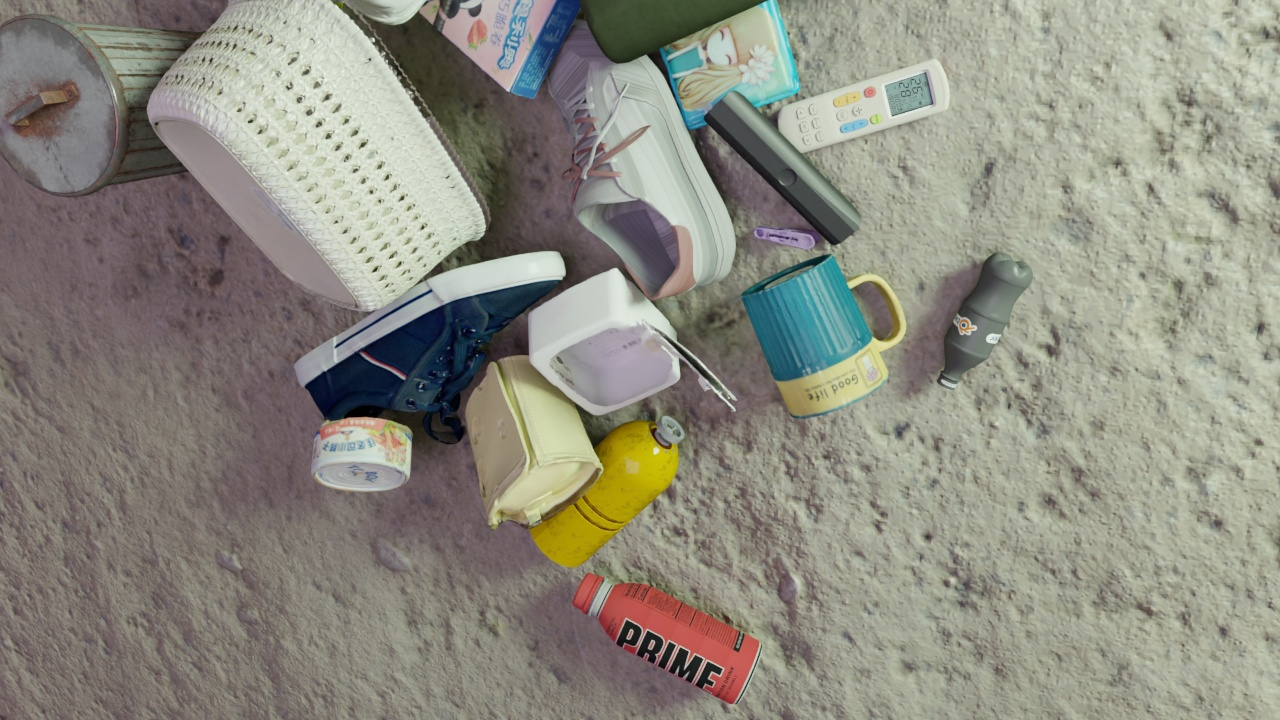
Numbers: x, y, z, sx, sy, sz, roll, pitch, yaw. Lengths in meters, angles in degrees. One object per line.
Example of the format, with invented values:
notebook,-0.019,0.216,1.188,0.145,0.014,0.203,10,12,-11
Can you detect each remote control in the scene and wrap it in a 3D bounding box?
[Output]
remote control,0.165,-0.188,0.687,0.126,0.018,0.038,-13,103,20
remote control,0.110,-0.146,0.701,0.147,0.015,0.033,41,121,-16

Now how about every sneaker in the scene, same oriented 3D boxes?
sneaker,-0.019,-0.149,0.703,0.100,0.089,0.236,-29,94,45
sneaker,-0.173,0.002,0.811,0.295,0.120,0.127,-27,85,26

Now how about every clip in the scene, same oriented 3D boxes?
clip,0.116,-0.099,0.731,0.051,0.033,0.013,13,109,21

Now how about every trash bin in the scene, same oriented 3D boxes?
trash bin,-0.413,-0.211,0.755,0.131,0.210,0.131,5,109,16

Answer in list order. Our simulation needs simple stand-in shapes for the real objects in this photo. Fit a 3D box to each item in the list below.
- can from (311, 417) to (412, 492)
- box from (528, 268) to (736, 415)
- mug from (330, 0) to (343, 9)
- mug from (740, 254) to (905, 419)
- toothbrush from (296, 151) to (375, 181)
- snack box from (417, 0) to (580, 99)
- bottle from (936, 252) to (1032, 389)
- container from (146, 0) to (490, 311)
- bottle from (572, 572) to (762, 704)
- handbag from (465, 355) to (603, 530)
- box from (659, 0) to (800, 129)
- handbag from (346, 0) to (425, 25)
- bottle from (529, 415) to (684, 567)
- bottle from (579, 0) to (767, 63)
can,-0.249,0.085,0.822,0.086,0.086,0.043,-15,62,21
box,0.000,-0.010,0.735,0.189,0.101,0.111,-7,147,36
mug,-0.285,-0.344,0.742,0.082,0.082,0.106,10,110,14
mug,0.148,-0.026,0.719,0.113,0.083,0.107,-26,96,-6
toothbrush,-0.279,-0.172,0.832,0.187,0.017,0.012,-11,120,20
snack box,-0.118,-0.282,0.709,0.154,0.033,0.088,45,117,23
bottle,0.258,-0.028,0.699,0.036,0.036,0.110,25,113,8
container,-0.241,-0.155,0.701,0.185,0.143,0.252,15,149,40
bottle,0.021,0.251,0.852,0.176,0.062,0.062,25,113,8
handbag,-0.100,0.074,0.793,0.111,0.081,0.119,-48,49,33
box,0.043,-0.295,0.681,0.094,0.039,0.227,-14,104,20
handbag,-0.184,-0.358,0.670,0.139,0.072,0.195,36,88,15
bottle,-0.024,0.109,0.814,0.071,0.070,0.164,44,116,0
bottle,0.061,-0.273,0.622,0.207,0.071,0.071,-18,101,20
